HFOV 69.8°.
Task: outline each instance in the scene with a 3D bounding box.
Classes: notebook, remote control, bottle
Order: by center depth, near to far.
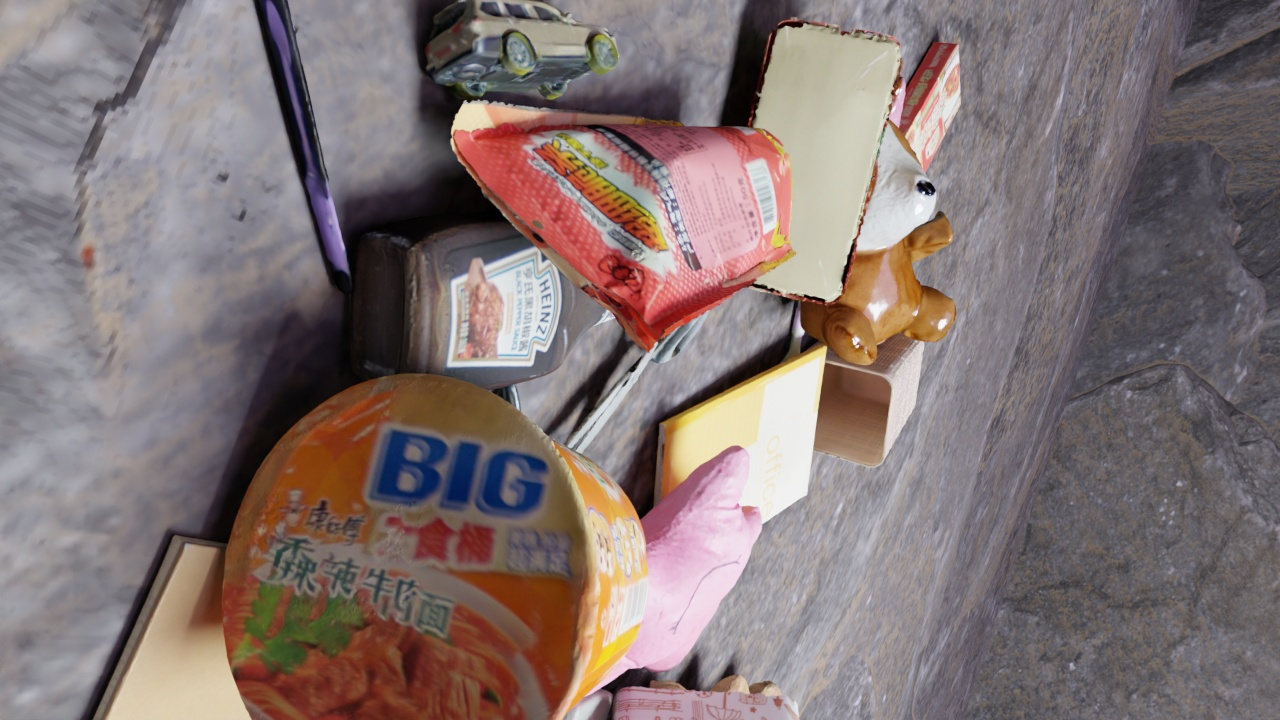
[{"bbox_3d":[-0.174,0.184,0.385,0.149,0.012,0.211,34,76,-59],"label":"notebook"},{"bbox_3d":[-0.050,-0.032,0.443,0.194,0.044,0.080,-15,115,-55],"label":"bottle"},{"bbox_3d":[-0.059,0.290,0.605,0.058,0.021,0.150,25,84,-65],"label":"remote control"},{"bbox_3d":[0.079,0.080,0.712,0.205,0.010,0.146,-22,124,-44],"label":"notebook"}]

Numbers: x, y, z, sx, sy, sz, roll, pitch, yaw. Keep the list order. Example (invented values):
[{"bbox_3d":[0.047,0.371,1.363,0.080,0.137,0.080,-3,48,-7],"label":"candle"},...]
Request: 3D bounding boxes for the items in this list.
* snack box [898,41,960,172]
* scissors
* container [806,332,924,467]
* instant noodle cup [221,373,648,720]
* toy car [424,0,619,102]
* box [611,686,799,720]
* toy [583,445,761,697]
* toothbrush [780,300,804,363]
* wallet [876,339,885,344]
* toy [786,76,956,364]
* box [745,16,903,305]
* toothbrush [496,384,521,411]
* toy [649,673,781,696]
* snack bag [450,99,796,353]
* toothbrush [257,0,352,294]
[{"bbox_3d":[0.260,-0.219,0.856,0.152,0.025,0.075,-57,145,-24],"label":"snack box"},{"bbox_3d":[-0.001,0.006,0.551,0.163,0.014,0.165,-64,164,18],"label":"scissors"},{"bbox_3d":[0.194,0.023,0.814,0.110,0.090,0.090,-35,133,-49],"label":"container"},{"bbox_3d":[-0.069,0.088,0.371,0.151,0.151,0.111,-71,160,-3],"label":"instant noodle cup"},{"bbox_3d":[-0.048,-0.134,0.396,0.090,0.042,0.035,-16,96,-47],"label":"toy car"},{"bbox_3d":[0.027,0.339,0.587,0.204,0.158,0.181,-82,180,-58],"label":"box"},{"bbox_3d":[0.022,0.146,0.610,0.194,0.074,0.179,-33,142,-36],"label":"toy"},{"bbox_3d":[0.140,-0.075,0.744,0.029,0.020,0.190,5,104,-14],"label":"toothbrush"},{"bbox_3d":[0.203,-0.093,0.795,0.107,0.031,0.132,-41,123,-47],"label":"wallet"},{"bbox_3d":[0.164,-0.100,0.673,0.139,0.131,0.199,-17,103,-30],"label":"toy"},{"bbox_3d":[0.109,-0.123,0.585,0.077,0.091,0.168,-33,136,-78],"label":"box"},{"bbox_3d":[-0.066,0.084,0.502,0.018,0.016,0.181,-28,129,-38],"label":"toothbrush"},{"bbox_3d":[0.052,0.324,0.752,0.226,0.083,0.143,39,67,-54],"label":"toy"},{"bbox_3d":[0.008,-0.077,0.453,0.073,0.128,0.207,-43,172,32],"label":"snack bag"},{"bbox_3d":[-0.123,-0.108,0.320,0.016,0.014,0.189,-53,145,-50],"label":"toothbrush"}]
